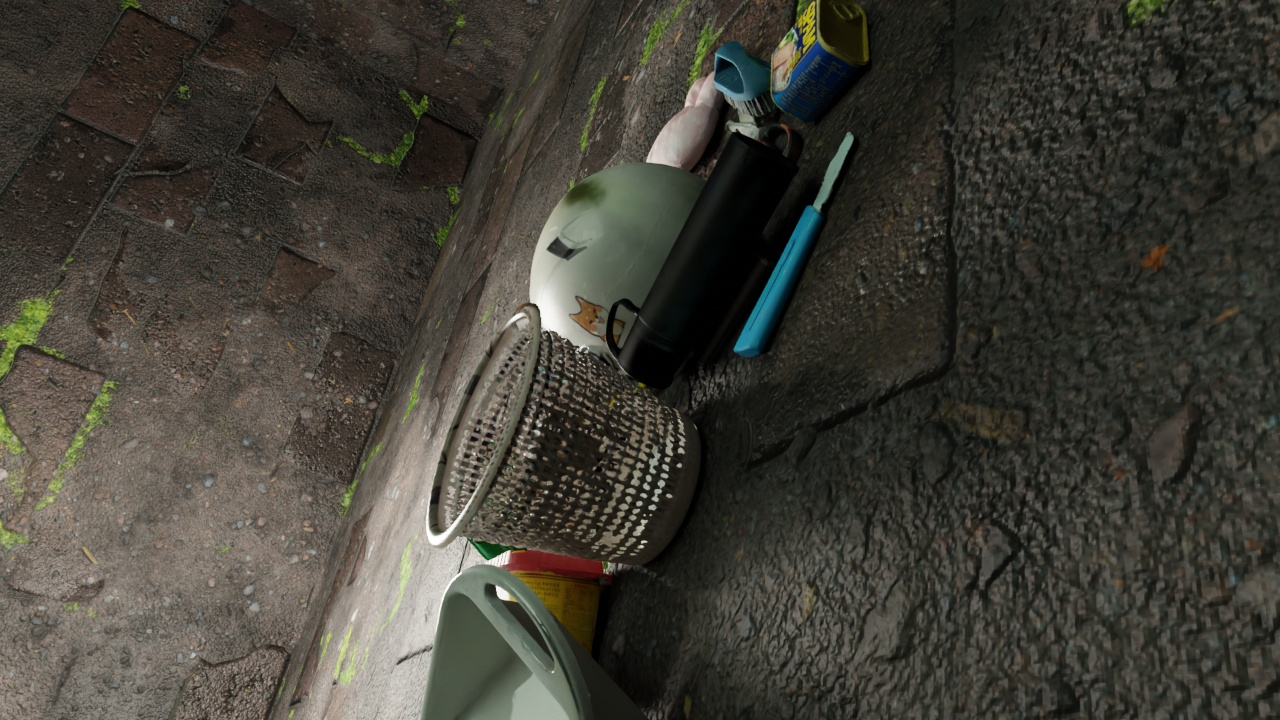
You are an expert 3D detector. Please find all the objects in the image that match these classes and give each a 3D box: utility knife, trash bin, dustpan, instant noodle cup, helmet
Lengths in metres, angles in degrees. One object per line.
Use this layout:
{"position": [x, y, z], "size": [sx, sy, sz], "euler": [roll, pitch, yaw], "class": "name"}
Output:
{"position": [0.138, -0.101, 0.799], "size": [0.216, 0.018, 0.034], "euler": [-64, 19, 1], "class": "utility knife"}
{"position": [-0.062, 0.087, 0.831], "size": [0.228, 0.192, 0.227], "euler": [-52, 25, 35], "class": "trash bin"}
{"position": [-0.109, 0.291, 0.707], "size": [0.223, 0.142, 0.258], "euler": [36, 95, 40], "class": "dustpan"}
{"position": [-0.096, 0.253, 0.872], "size": [0.116, 0.116, 0.123], "euler": [-36, 47, 53], "class": "instant noodle cup"}
{"position": [-0.037, -0.110, 1.002], "size": [0.275, 0.157, 0.229], "euler": [-37, 28, 46], "class": "helmet"}

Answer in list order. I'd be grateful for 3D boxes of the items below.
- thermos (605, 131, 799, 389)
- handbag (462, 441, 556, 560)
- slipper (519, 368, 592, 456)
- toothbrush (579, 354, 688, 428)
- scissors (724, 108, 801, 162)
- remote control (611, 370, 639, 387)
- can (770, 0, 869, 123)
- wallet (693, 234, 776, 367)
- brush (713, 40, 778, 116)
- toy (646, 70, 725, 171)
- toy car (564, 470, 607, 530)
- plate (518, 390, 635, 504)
{"position": [0.047, -0.093, 0.853], "size": [0.243, 0.090, 0.068], "euler": [-60, -4, 21], "class": "thermos"}
{"position": [-0.159, 0.171, 1.086], "size": [0.068, 0.120, 0.131], "euler": [-19, 45, 37], "class": "handbag"}
{"position": [-0.113, 0.055, 1.096], "size": [0.104, 0.074, 0.246], "euler": [-53, 2, -13], "class": "slipper"}
{"position": [-0.015, 0.032, 0.981], "size": [0.191, 0.016, 0.015], "euler": [-35, 12, 42], "class": "toothbrush"}
{"position": [0.117, -0.223, 0.986], "size": [0.203, 0.015, 0.204], "euler": [-16, 53, 65], "class": "scissors"}
{"position": [-0.006, 0.006, 1.029], "size": [0.137, 0.024, 0.053], "euler": [-14, 49, 64], "class": "remote control"}
{"position": [0.168, -0.290, 0.874], "size": [0.083, 0.057, 0.101], "euler": [-47, 27, 47], "class": "can"}
{"position": [0.084, -0.065, 0.890], "size": [0.122, 0.020, 0.096], "euler": [-58, 18, 23], "class": "wallet"}
{"position": [0.113, -0.314, 1.007], "size": [0.055, 0.073, 0.143], "euler": [-35, 28, 6], "class": "brush"}
{"position": [0.060, -0.290, 1.151], "size": [0.159, 0.054, 0.121], "euler": [-62, 21, -4], "class": "toy"}
{"position": [-0.061, 0.163, 0.977], "size": [0.042, 0.035, 0.090], "euler": [-38, 32, 55], "class": "toy car"}
{"position": [-0.065, 0.101, 1.015], "size": [0.179, 0.024, 0.179], "euler": [-42, 9, 8], "class": "plate"}
